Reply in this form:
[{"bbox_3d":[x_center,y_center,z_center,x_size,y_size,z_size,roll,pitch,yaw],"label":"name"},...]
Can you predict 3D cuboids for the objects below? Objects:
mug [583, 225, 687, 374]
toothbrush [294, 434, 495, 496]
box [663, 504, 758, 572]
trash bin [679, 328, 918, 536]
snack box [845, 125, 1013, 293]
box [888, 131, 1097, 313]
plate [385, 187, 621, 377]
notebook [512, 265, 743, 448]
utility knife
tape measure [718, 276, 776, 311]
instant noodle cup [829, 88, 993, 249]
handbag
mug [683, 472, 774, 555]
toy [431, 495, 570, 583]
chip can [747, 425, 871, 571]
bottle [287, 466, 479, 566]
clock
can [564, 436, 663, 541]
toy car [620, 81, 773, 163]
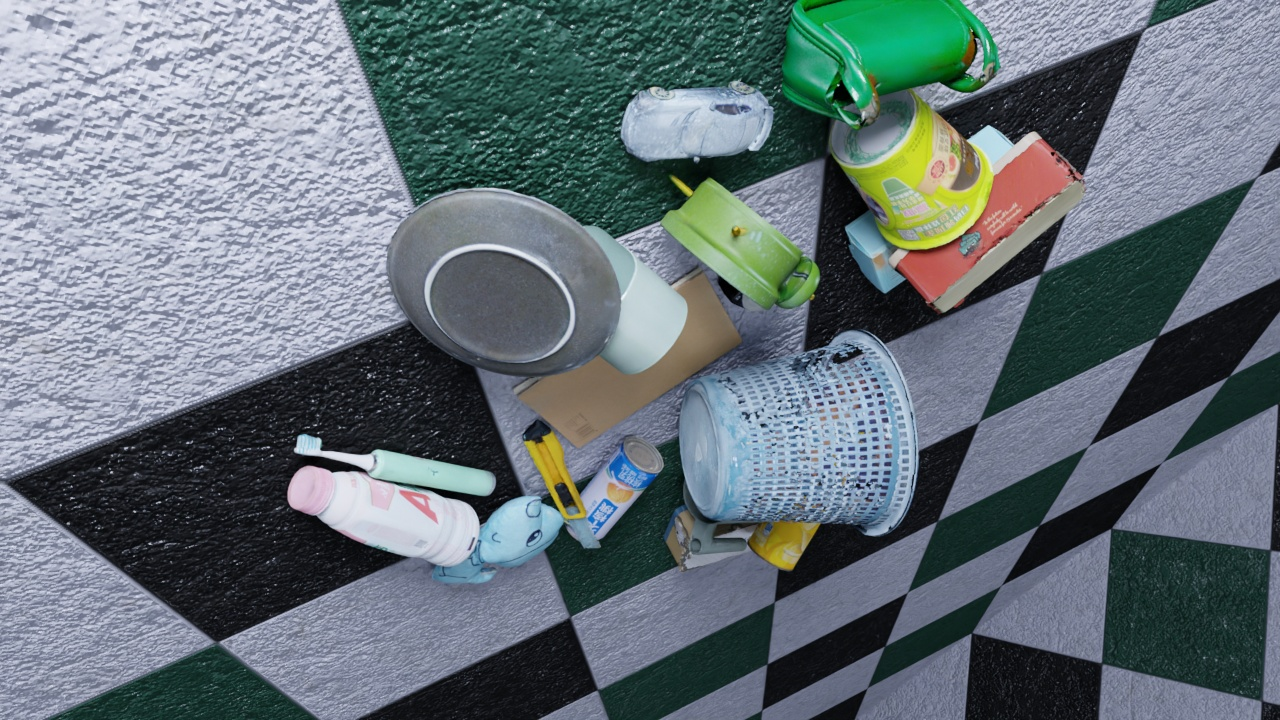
[{"bbox_3d":[-0.035,-0.051,0.752,0.106,0.112,0.082,37,71,-28],"label":"mug"},{"bbox_3d":[-0.224,0.101,0.858,0.027,0.027,0.224,-3,164,38],"label":"toothbrush"},{"bbox_3d":[0.126,0.223,1.252,0.184,0.061,0.090,-12,142,-28],"label":"box"},{"bbox_3d":[0.153,0.084,0.982,0.195,0.226,0.227,-4,139,-15],"label":"trash bin"},{"bbox_3d":[0.291,-0.147,0.907,0.175,0.051,0.074,-35,147,7],"label":"snack box"},{"bbox_3d":[0.322,-0.115,0.839,0.169,0.077,0.091,-43,159,18],"label":"box"},{"bbox_3d":[-0.103,-0.046,0.681,0.179,0.024,0.180,5,135,5],"label":"plate"},{"bbox_3d":[-0.005,0.005,0.915,0.211,0.012,0.149,-33,147,4],"label":"notebook"},{"bbox_3d":[-0.079,0.141,0.981,0.033,0.015,0.215,-20,130,1],"label":"utility knife"},{"bbox_3d":[0.117,-0.079,0.879,0.066,0.033,0.066,15,127,-46],"label":"tape measure"},{"bbox_3d":[0.225,-0.171,0.786,0.112,0.111,0.123,-43,137,18],"label":"instant noodle cup"},{"bbox_3d":[0.175,-0.220,0.666,0.131,0.120,0.068,-17,138,-16],"label":"handbag"},{"bbox_3d":[0.112,0.182,1.148,0.103,0.084,0.124,10,96,-47],"label":"mug"},{"bbox_3d":[-0.153,0.203,1.022,0.156,0.049,0.162,-10,143,-21],"label":"toy"},{"bbox_3d":[0.219,0.163,1.178,0.072,0.072,0.213,17,106,-48],"label":"chip can"},{"bbox_3d":[-0.240,0.145,0.870,0.068,0.068,0.197,-40,142,13],"label":"bottle"},{"bbox_3d":[0.088,-0.093,0.769,0.056,0.116,0.161,-51,140,10],"label":"clock"},{"bbox_3d":[-0.032,0.149,1.039,0.053,0.053,0.135,8,131,-43],"label":"can"},{"bbox_3d":[0.044,-0.178,0.696,0.120,0.036,0.054,-9,141,-24],"label":"toy car"}]
